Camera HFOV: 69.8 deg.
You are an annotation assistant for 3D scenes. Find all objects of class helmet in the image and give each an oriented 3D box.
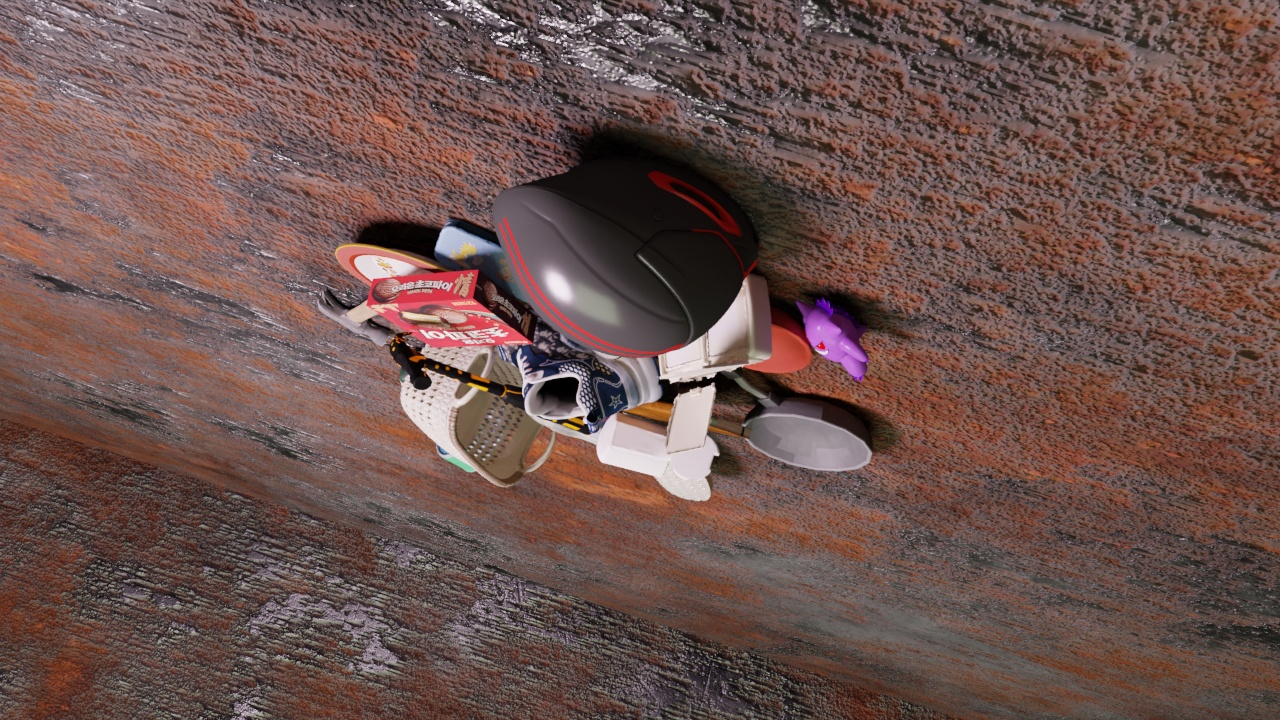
[{"bbox_3d":[-0.018,-0.090,0.870,0.264,0.169,0.165,27,154,-19],"label":"helmet"}]

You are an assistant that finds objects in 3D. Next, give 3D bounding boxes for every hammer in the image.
[{"bbox_3d":[-0.177,0.037,1.172,0.320,0.036,0.123,24,-163,-41],"label":"hammer"},{"bbox_3d":[-0.360,-0.073,1.253,0.119,0.030,0.332,31,161,-25],"label":"hammer"}]

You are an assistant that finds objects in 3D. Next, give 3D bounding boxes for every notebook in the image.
[{"bbox_3d":[0.022,0.067,1.220,0.250,0.014,0.178,9,172,40],"label":"notebook"}]

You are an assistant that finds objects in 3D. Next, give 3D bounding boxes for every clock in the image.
[{"bbox_3d":[-0.268,0.122,1.533,0.075,0.121,0.162,36,154,-33],"label":"clock"}]

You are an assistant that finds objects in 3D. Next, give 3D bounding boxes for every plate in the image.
[{"bbox_3d":[-0.273,-0.099,1.167,0.230,0.021,0.230,17,165,5],"label":"plate"}]

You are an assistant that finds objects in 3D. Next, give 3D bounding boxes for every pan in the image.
[{"bbox_3d":[0.172,0.053,1.196,0.179,0.041,0.357,-8,145,44],"label":"pan"}]

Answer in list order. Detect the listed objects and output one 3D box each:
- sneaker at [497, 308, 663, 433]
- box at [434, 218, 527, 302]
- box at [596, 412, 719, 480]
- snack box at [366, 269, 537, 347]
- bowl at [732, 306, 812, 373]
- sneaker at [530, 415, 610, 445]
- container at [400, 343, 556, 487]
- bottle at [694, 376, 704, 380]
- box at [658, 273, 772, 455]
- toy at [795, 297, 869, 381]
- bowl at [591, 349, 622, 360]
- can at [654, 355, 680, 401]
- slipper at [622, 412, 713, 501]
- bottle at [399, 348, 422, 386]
[{"bbox_3d":[-0.107,0.018,1.129,0.270,0.132,0.103,19,135,41],"label":"sneaker"},{"bbox_3d":[-0.140,-0.099,1.078,0.209,0.049,0.066,22,152,-11],"label":"box"},{"bbox_3d":[0.024,0.128,1.317,0.162,0.084,0.112,17,160,-9],"label":"box"},{"bbox_3d":[-0.225,-0.059,1.109,0.152,0.035,0.132,-2,158,25],"label":"snack box"},{"bbox_3d":[0.139,-0.030,1.052,0.122,0.035,0.122,15,156,7],"label":"bowl"},{"bbox_3d":[-0.075,0.077,1.384,0.087,0.079,0.235,32,-176,33],"label":"sneaker"},{"bbox_3d":[-0.230,0.063,1.333,0.143,0.184,0.246,17,157,27],"label":"container"},{"bbox_3d":[0.048,-0.013,1.147,0.036,0.036,0.110,-2,149,36],"label":"bottle"},{"bbox_3d":[0.060,-0.007,0.975,0.095,0.185,0.146,33,145,-32],"label":"box"},{"bbox_3d":[0.208,-0.031,0.981,0.088,0.056,0.106,34,-174,-43],"label":"toy"},{"bbox_3d":[-0.023,-0.065,1.023,0.117,0.067,0.117,33,135,41],"label":"bowl"},{"bbox_3d":[-0.007,0.007,1.216,0.130,0.044,0.130,15,155,7],"label":"can"},{"bbox_3d":[0.046,0.132,1.440,0.115,0.052,0.263,7,143,31],"label":"slipper"},{"bbox_3d":[-0.343,0.021,1.448,0.061,0.061,0.131,20,156,1],"label":"bottle"}]
